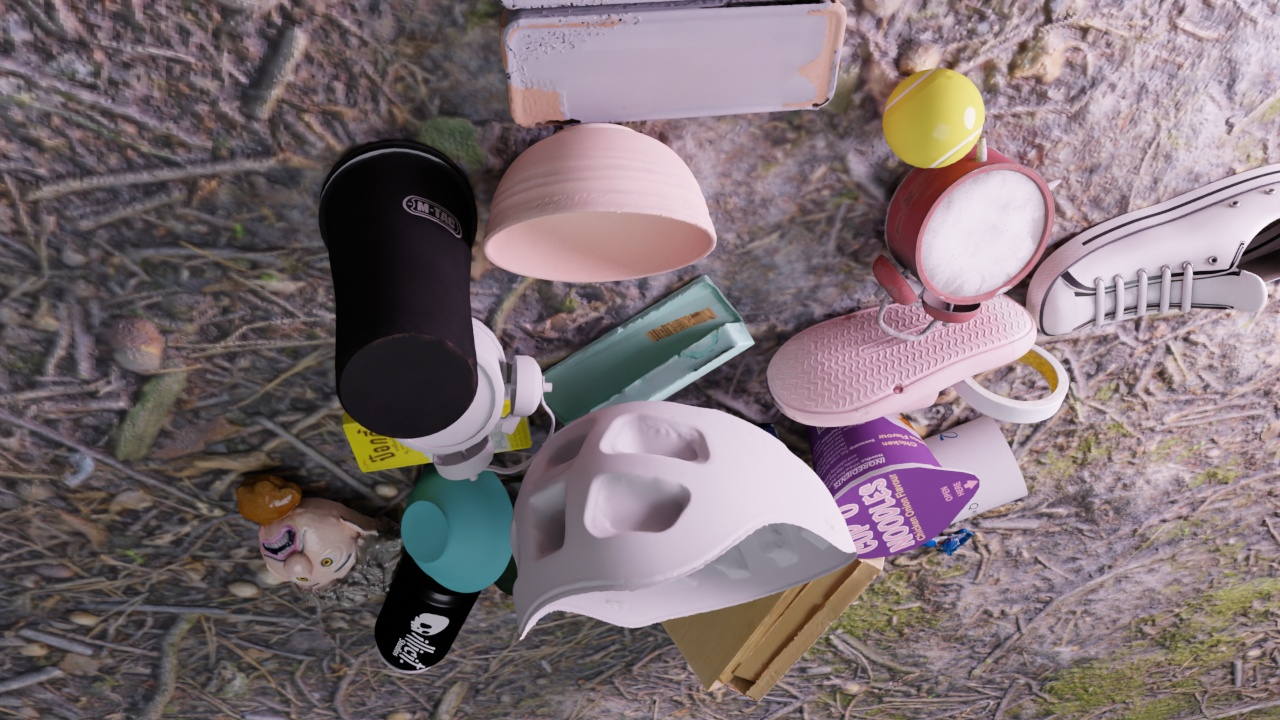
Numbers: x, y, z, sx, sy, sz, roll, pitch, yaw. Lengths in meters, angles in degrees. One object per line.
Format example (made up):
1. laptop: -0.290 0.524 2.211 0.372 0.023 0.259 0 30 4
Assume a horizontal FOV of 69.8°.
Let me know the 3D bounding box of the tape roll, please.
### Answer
1. tape roll: 0.314 0.014 0.785 0.094 0.094 0.019 -4 132 -7

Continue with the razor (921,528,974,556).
1. razor: 0.299 0.192 0.999 0.140 0.018 0.044 15 128 -23

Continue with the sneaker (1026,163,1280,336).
1. sneaker: 0.441 -0.068 0.731 0.245 0.097 0.091 -19 133 6

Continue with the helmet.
1. helmet: 0.037 0.137 0.704 0.282 0.183 0.225 26 142 -31

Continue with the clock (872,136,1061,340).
1. clock: 0.232 -0.087 0.693 0.109 0.062 0.157 18 113 -25

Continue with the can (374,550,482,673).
1. can: -0.210 0.241 0.903 0.080 0.080 0.146 13 131 -21

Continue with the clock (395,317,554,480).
1. clock: -0.140 0.029 0.718 0.159 0.061 0.120 36 102 -24

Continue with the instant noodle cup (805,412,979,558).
1. instant noodle cup: 0.209 0.086 0.812 0.137 0.121 0.122 -25 132 12

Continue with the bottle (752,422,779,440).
1. bottle: 0.044 0.084 0.824 0.160 0.056 0.056 -6 133 -5

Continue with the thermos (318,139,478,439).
1. thermos: -0.145 -0.048 0.562 0.105 0.218 0.106 -8 127 -11

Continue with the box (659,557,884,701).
1. box: 0.130 0.221 0.922 0.184 0.141 0.249 15 128 -14

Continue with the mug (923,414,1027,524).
1. mug: 0.309 0.112 0.894 0.096 0.083 0.119 -24 161 12

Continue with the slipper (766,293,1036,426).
1. slipper: 0.214 0.000 0.749 0.221 0.106 0.056 -18 134 -1

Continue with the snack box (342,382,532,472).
1. snack box: -0.170 0.056 0.779 0.149 0.025 0.061 -8 133 -4

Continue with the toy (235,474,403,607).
1. toy: -0.292 0.166 0.829 0.133 0.076 0.176 -30 123 16

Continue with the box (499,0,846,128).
1. box: 0.021 -0.220 0.555 0.216 0.043 0.151 -5 128 -6

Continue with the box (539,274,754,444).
1. box: -0.006 0.000 0.759 0.189 0.080 0.077 -32 171 19

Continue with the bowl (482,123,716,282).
1. bowl: -0.028 -0.107 0.604 0.153 0.076 0.153 -3 169 -1

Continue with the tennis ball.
1. tennis ball: 0.197 -0.163 0.618 0.065 0.065 0.065 -5 133 -6

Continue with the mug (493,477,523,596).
1. mug: -0.123 0.164 0.859 0.111 0.084 0.081 11 140 23

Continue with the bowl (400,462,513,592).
1. bowl: -0.171 0.144 0.792 0.121 0.121 0.046 -39 162 24
